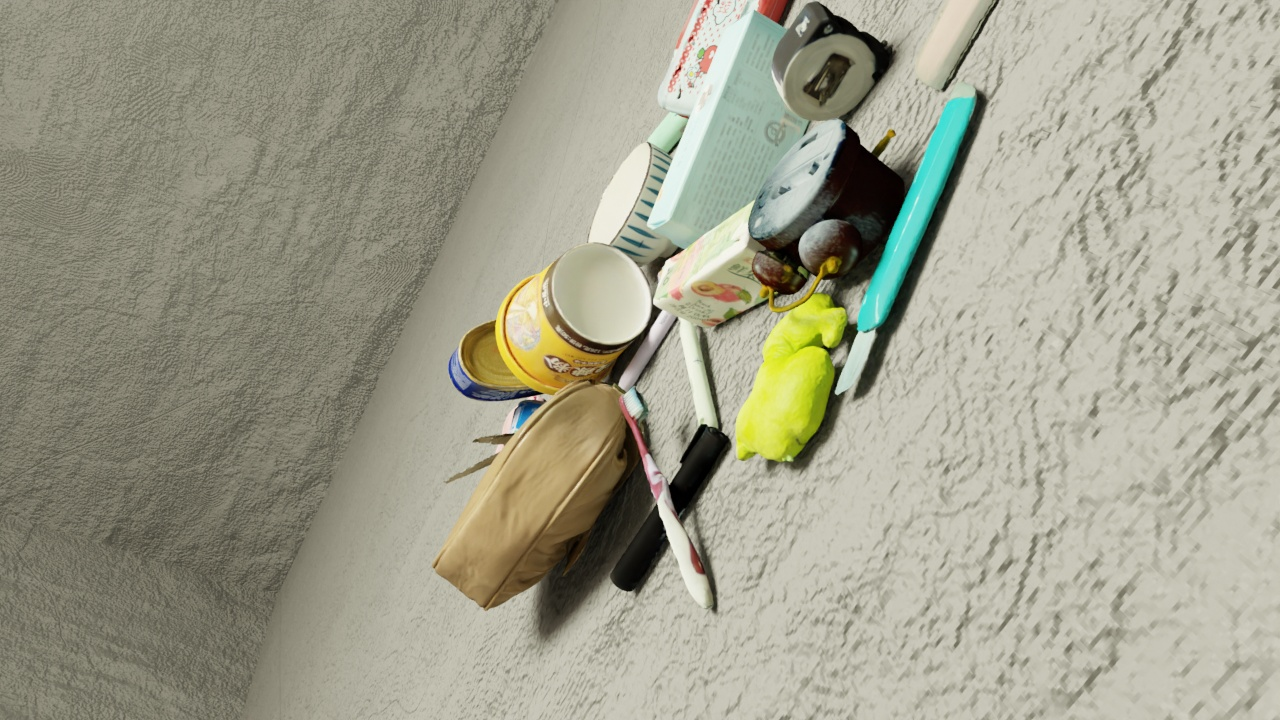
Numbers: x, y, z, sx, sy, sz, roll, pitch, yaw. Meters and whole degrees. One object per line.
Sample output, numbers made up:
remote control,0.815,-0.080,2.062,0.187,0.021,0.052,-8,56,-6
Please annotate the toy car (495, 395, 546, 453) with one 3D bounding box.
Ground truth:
toy car,-0.139,0.084,1.021,0.123,0.037,0.056,-49,24,42

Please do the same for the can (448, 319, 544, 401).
can,-0.113,-0.002,0.902,0.049,0.148,0.074,-38,66,57

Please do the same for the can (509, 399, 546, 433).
can,-0.112,0.109,0.896,0.053,0.053,0.134,-34,37,57

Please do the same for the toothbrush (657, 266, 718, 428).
toothbrush,0.035,-0.012,0.684,0.029,0.020,0.189,-53,29,30

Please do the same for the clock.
clock,0.102,-0.081,0.529,0.082,0.055,0.121,-20,41,61

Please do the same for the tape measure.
tape measure,0.122,-0.194,0.610,0.066,0.065,0.033,-54,31,34

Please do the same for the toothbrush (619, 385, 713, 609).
toothbrush,0.016,0.082,0.597,0.017,0.016,0.187,-44,40,19

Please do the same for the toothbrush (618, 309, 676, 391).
toothbrush,-0.005,0.005,0.786,0.189,0.029,0.021,-58,-16,21

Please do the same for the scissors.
scissors,-0.092,0.067,0.801,0.177,0.014,0.160,-35,-21,-14

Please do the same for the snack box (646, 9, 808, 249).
snack box,0.074,-0.164,0.688,0.174,0.074,0.052,-68,19,-5

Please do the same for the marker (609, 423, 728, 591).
marker,0.017,0.100,0.617,0.022,0.020,0.132,39,110,25

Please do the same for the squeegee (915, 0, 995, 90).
squeegee,0.192,-0.310,0.601,0.248,0.040,0.249,-62,19,14

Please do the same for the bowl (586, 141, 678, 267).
bowl,0.006,-0.134,0.842,0.117,0.066,0.116,-51,25,35

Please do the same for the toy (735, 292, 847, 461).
toy,0.086,0.011,0.526,0.097,0.031,0.100,-45,28,42

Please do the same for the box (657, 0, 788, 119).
box,0.083,-0.314,0.833,0.087,0.046,0.201,26,94,39

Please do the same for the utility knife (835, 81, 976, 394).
utility knife,0.142,-0.067,0.490,0.186,0.013,0.029,-66,17,-3

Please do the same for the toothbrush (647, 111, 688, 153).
toothbrush,0.032,-0.240,0.953,0.026,0.027,0.225,-24,-10,-37

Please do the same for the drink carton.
drink carton,0.063,-0.065,0.636,0.123,0.053,0.045,-29,41,59

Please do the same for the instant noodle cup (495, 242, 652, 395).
instant noodle cup,-0.055,-0.040,0.812,0.115,0.118,0.118,-35,36,58

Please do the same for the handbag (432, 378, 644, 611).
handbag,-0.077,0.110,0.736,0.205,0.100,0.147,-53,-2,36
